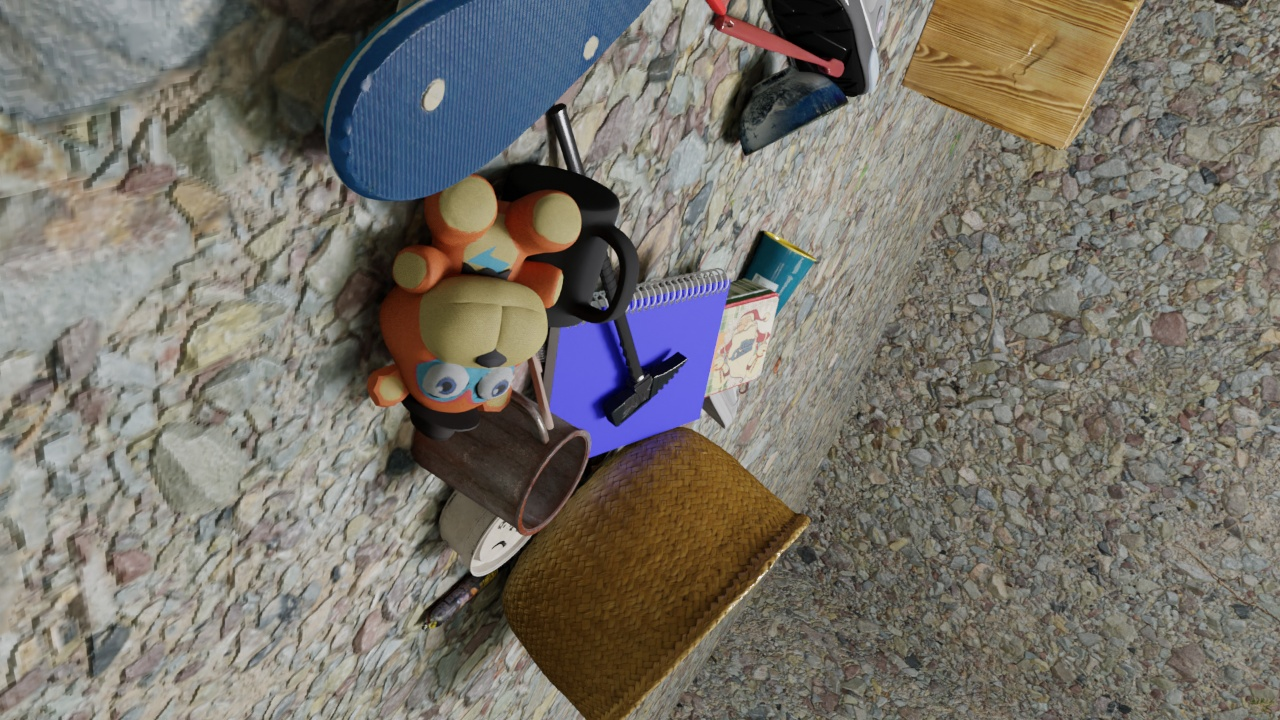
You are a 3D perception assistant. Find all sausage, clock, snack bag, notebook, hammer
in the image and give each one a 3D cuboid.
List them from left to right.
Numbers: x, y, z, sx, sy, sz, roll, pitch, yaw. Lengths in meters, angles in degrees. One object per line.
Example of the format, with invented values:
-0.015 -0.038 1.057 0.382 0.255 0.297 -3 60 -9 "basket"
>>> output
-0.159 0.215 0.900 0.154 0.020 0.020 -38 150 -50 "sausage"
-0.117 0.112 0.799 0.157 0.061 0.103 -55 161 5 "clock"
-0.022 -0.072 0.748 0.094 0.015 0.325 -39 142 -19 "hammer"
-0.018 0.068 1.066 0.157 0.013 0.057 -49 156 -32 "snack bag"
-0.005 0.005 0.866 0.208 0.022 0.172 -15 127 -40 "notebook"

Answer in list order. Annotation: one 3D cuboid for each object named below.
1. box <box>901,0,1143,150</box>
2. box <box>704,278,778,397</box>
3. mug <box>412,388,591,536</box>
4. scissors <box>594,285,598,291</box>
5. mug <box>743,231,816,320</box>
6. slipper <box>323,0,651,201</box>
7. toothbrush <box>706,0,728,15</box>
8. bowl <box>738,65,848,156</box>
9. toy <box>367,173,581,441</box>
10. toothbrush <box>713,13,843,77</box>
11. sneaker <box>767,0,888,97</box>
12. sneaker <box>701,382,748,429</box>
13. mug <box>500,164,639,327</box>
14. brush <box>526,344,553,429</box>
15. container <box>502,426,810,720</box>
0.635 -0.512 1.525 0.335 0.279 0.287 -38 151 -52 "box"
0.058 -0.014 0.975 0.205 0.051 0.118 -14 122 -39 "box"
-0.104 0.057 0.683 0.096 0.110 0.123 -52 160 -39 "mug"
-0.052 -0.084 0.769 0.076 0.015 0.141 -62 168 1 "scissors"
0.170 -0.101 1.224 0.121 0.078 0.078 -61 162 14 "mug"
-0.073 -0.183 0.495 0.294 0.060 0.118 -50 162 -35 "slipper"
0.034 -0.300 0.670 0.018 0.012 0.212 -64 161 8 "toothbrush"
0.144 -0.258 0.921 0.114 0.061 0.114 -26 -170 5 "bowl"
-0.107 -0.032 0.568 0.112 0.096 0.176 2 128 -38 "toy"
0.130 -0.288 0.844 0.189 0.016 0.016 -1 111 -46 "toothbrush"
0.203 -0.377 0.907 0.160 0.093 0.256 -70 160 -1 "sneaker"
0.099 0.008 1.153 0.089 0.099 0.236 -44 157 -7 "sneaker"
-0.049 -0.071 0.624 0.078 0.113 0.088 -19 136 -51 "mug"
-0.074 -0.004 0.655 0.015 0.135 0.050 -19 135 -2 "brush"
0.007 0.215 0.983 0.306 0.196 0.307 -43 170 -10 "container"
